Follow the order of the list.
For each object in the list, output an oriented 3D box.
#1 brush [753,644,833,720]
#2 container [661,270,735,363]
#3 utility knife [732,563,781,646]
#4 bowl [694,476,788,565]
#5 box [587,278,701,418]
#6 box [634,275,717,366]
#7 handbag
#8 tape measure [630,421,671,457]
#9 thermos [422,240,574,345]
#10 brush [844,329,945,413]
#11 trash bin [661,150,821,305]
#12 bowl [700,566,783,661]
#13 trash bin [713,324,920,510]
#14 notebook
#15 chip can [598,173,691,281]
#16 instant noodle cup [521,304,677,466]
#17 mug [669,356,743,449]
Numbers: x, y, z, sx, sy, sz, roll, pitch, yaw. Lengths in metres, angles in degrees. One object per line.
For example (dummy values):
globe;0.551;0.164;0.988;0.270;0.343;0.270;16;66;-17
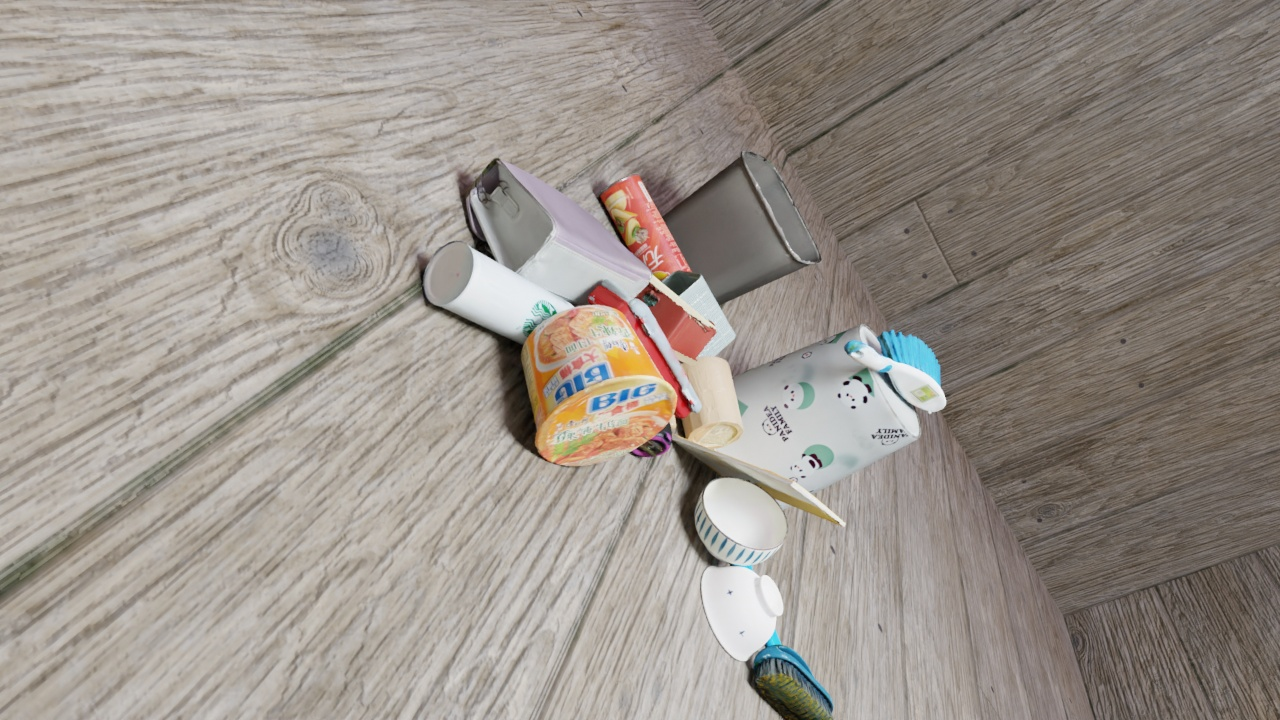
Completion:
brush;0.186;0.392;1.114;0.144;0.055;0.073;48;27;-27
container;0.067;-0.056;1.307;0.111;0.089;0.090;53;-13;-23
utility knife;0.158;0.330;1.176;0.034;0.018;0.185;5;60;-63
bowl;0.117;0.209;1.141;0.116;0.066;0.116;17;36;-13
box;0.012;-0.012;1.081;0.087;0.047;0.201;34;-18;47
box;0.020;-0.075;1.190;0.168;0.077;0.091;42;11;34
handbag;-0.098;-0.137;1.074;0.196;0.099;0.145;21;32;-55
tape measure;0.009;0.090;1.090;0.057;0.057;0.039;25;46;-33
thermos;-0.123;-0.051;0.963;0.224;0.073;0.073;28;40;-53
brush;0.347;0.001;1.254;0.314;0.061;0.109;33;40;-43
trash bin;0.141;-0.194;1.478;0.198;0.220;0.198;65;24;7
bowl;0.132;0.293;1.103;0.118;0.065;0.118;45;29;-33
trash bin;0.257;0.082;1.361;0.229;0.252;0.229;44;29;-33
notebook;0.149;0.153;1.183;0.146;0.206;0.010;39;75;-42
chip can;0.018;-0.174;1.388;0.216;0.073;0.073;62;23;0
instant noodle cup;-0.051;0.022;0.945;0.151;0.152;0.111;29;31;-51
mug;0.076;0.056;1.255;0.124;0.084;0.103;11;51;-30
